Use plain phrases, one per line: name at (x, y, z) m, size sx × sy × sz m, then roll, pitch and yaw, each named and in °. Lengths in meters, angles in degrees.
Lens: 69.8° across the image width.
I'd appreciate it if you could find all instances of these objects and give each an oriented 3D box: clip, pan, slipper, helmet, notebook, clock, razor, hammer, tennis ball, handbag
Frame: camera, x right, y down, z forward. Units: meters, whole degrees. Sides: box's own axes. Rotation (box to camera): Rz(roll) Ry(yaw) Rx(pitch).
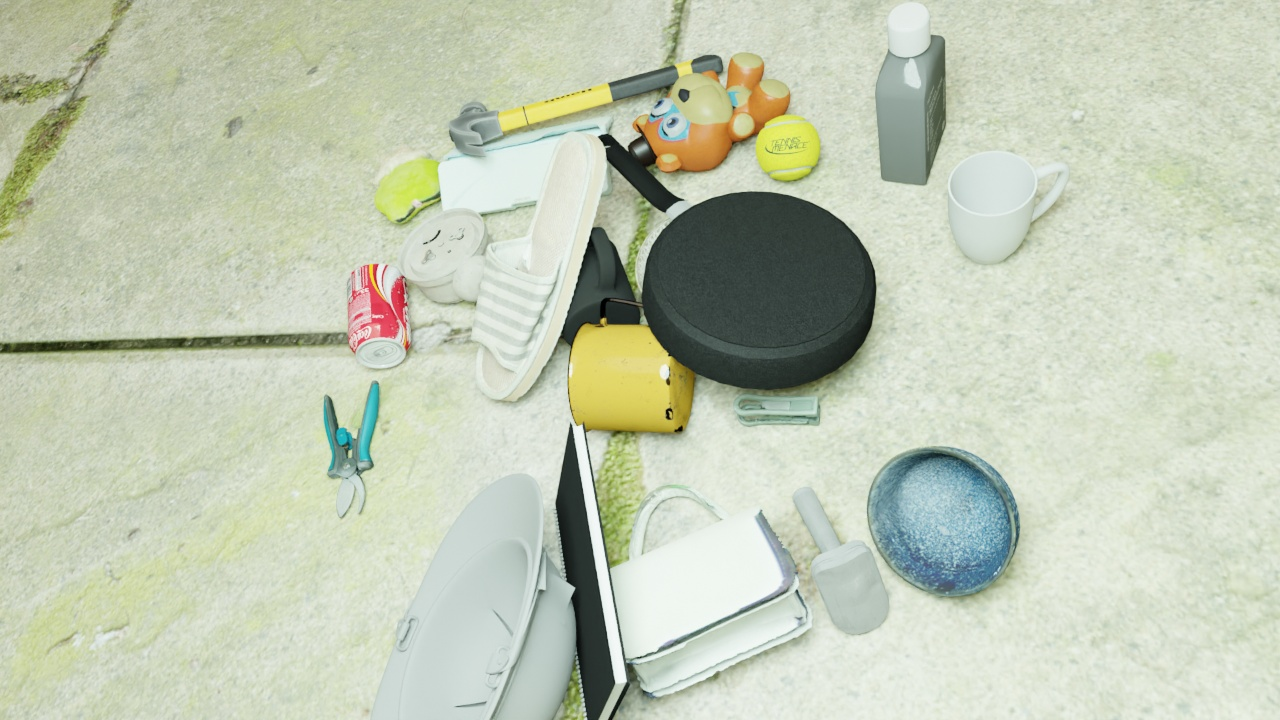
clip at (0.121, 0.044, 0.815) m, size 0.076 × 0.043 × 0.023 m, roll 0°, pitch 59°, yaw 17°
pan at (0.059, -0.118, 0.833) m, size 0.203 × 0.044 × 0.355 m, roll -30°, pitch 59°, yaw -18°
slipper at (-0.104, -0.089, 0.878) m, size 0.114 × 0.054 × 0.273 m, roll 37°, pitch 108°, yaw 44°
helmet at (-0.106, 0.236, 0.729) m, size 0.184 × 0.117 × 0.270 m, roll -7°, pitch 56°, yaw 52°
notebook at (-0.043, 0.174, 0.724) m, size 0.016 × 0.149 × 0.206 m, roll -4°, pitch 56°, yaw -14°
clock at (-0.192, -0.099, 0.986) m, size 0.103 × 0.061 × 0.157 m, roll -43°, pitch 49°, yaw -10°
razor at (0.149, 0.144, 0.728) m, size 0.047 × 0.088 × 0.116 m, roll -25°, pitch 36°, yaw 3°
hammer at (-0.064, -0.299, 1.052) m, size 0.324 × 0.034 × 0.169 m, roll -15°, pitch 28°, yaw 1°
tennis ball at (0.150, -0.217, 0.936) m, size 0.065 × 0.065 × 0.065 m, roll -8°, pitch 58°, yaw 14°
handbag at (0.044, 0.171, 0.752) m, size 0.151 × 0.074 × 0.176 m, roll -25°, pitch 37°, yaw 1°

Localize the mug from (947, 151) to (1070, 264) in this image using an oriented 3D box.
mug at (0.327, -0.135, 0.814) m, size 0.107 × 0.089 × 0.071 m, roll -23°, pitch 56°, yaw 5°

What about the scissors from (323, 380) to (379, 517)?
scissors at (-0.295, 0.081, 0.938) m, size 0.156 × 0.019 × 0.124 m, roll 34°, pitch 77°, yaw 30°

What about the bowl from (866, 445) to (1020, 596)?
bowl at (0.238, 0.117, 0.703) m, size 0.114 × 0.060 × 0.114 m, roll 8°, pitch 102°, yaw 40°

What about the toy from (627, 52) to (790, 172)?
toy at (0.069, -0.256, 0.979) m, size 0.176 × 0.096 × 0.112 m, roll -36°, pitch 52°, yaw 9°

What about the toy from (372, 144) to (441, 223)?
toy at (-0.280, -0.216, 1.096) m, size 0.092 × 0.043 × 0.117 m, roll -34°, pitch 53°, yaw 0°

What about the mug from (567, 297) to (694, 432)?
mug at (-0.005, 0.004, 0.827) m, size 0.094 × 0.100 × 0.124 m, roll 1°, pitch 103°, yaw 17°

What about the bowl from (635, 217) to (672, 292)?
bowl at (0.071, -0.077, 0.876) m, size 0.145 × 0.063 × 0.145 m, roll -4°, pitch 56°, yaw 7°

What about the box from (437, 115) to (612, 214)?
box at (-0.129, -0.225, 1.053) m, size 0.197 × 0.074 × 0.126 m, roll -6°, pitch 39°, yaw 12°

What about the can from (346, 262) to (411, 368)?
can at (-0.280, -0.048, 0.982) m, size 0.064 × 0.064 × 0.104 m, roll -19°, pitch 56°, yaw 7°

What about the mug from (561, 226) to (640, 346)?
mug at (-0.046, -0.077, 0.892) m, size 0.078 × 0.114 × 0.088 m, roll -7°, pitch 54°, yaw -17°

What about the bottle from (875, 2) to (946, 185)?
bottle at (0.253, -0.253, 0.857) m, size 0.046 × 0.174 × 0.083 m, roll 13°, pitch 65°, yaw 25°
